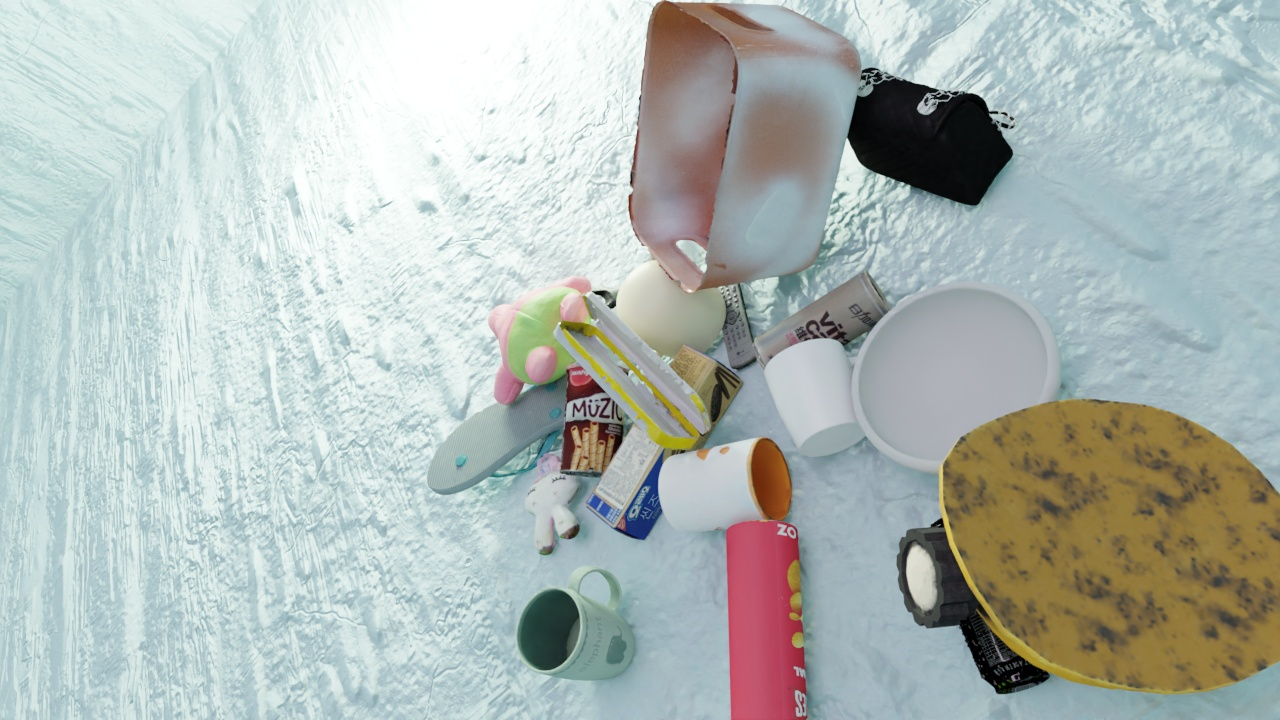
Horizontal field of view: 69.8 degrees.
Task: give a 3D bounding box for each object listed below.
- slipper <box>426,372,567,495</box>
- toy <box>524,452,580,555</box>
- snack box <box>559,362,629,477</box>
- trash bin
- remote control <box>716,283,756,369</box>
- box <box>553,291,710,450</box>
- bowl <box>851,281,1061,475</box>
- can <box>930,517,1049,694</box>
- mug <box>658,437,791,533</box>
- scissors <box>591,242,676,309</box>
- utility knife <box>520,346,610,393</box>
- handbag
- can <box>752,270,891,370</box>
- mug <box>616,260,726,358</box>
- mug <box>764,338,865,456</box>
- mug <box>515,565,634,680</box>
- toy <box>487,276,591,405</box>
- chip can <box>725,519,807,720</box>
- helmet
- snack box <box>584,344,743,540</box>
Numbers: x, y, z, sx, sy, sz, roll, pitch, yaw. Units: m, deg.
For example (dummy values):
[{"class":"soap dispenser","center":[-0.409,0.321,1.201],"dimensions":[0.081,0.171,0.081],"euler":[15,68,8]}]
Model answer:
[{"class":"slipper","center":[-0.141,0.084,1.126],"dimensions":[0.269,0.055,0.098],"euler":[-31,47,8]},{"class":"toy","center":[-0.102,0.160,1.054],"dimensions":[0.079,0.038,0.122],"euler":[-36,46,27]},{"class":"snack box","center":[-0.052,0.068,1.025],"dimensions":[0.072,0.072,0.121],"euler":[-5,75,37]},{"class":"trash bin","center":[0.101,-0.222,0.937],"dimensions":[0.181,0.157,0.260],"euler":[-127,35,-47]},{"class":"remote control","center":[0.103,-0.050,1.020],"dimensions":[0.033,0.013,0.136],"euler":[-28,52,25]},{"class":"box","center":[-0.008,0.011,0.952],"dimensions":[0.070,0.067,0.210],"euler":[-47,54,3]},{"class":"bowl","center":[0.279,0.022,0.803],"dimensions":[0.177,0.066,0.176],"euler":[-19,56,30]},{"class":"can","center":[0.273,0.189,0.727],"dimensions":[0.054,0.054,0.137],"euler":[-31,51,22]},{"class":"mug","center":[0.082,0.123,0.895],"dimensions":[0.105,0.082,0.082],"euler":[-14,58,33]},{"class":"scissors","center":[-0.012,-0.122,1.152],"dimensions":[0.202,0.015,0.203],"euler":[2,66,40]},{"class":"utility knife","center":[-0.097,0.018,1.144],"dimensions":[0.177,0.015,0.022],"euler":[-31,50,19]},{"class":"handbag","center":[0.283,-0.240,0.902],"dimensions":[0.115,0.125,0.154],"euler":[-52,46,3]},{"class":"can","center":[0.181,-0.032,0.920],"dimensions":[0.136,0.054,0.054],"euler":[-32,50,21]},{"class":"mug","center":[0.020,-0.051,1.020],"dimensions":[0.120,0.099,0.096],"euler":[-51,41,17]},{"class":"mug","center":[0.186,0.034,0.875],"dimensions":[0.114,0.081,0.087],"euler":[-13,60,-4]},{"class":"mug","center":[-0.055,0.262,0.914],"dimensions":[0.084,0.104,0.111],"euler":[4,70,40]},{"class":"toy","center":[-0.132,-0.034,1.135],"dimensions":[0.192,0.097,0.237],"euler":[-55,28,-10]},{"class":"chip can","center":[0.111,0.256,0.809],"dimensions":[0.069,0.069,0.220],"euler":[-17,57,31]},{"class":"helmet","center":[0.311,0.145,0.646],"dimensions":[0.255,0.132,0.205],"euler":[-3,55,-10]},{"class":"snack box","center":[0.025,0.088,0.979],"dimensions":[0.056,0.057,0.206],"euler":[31,88,45]}]
